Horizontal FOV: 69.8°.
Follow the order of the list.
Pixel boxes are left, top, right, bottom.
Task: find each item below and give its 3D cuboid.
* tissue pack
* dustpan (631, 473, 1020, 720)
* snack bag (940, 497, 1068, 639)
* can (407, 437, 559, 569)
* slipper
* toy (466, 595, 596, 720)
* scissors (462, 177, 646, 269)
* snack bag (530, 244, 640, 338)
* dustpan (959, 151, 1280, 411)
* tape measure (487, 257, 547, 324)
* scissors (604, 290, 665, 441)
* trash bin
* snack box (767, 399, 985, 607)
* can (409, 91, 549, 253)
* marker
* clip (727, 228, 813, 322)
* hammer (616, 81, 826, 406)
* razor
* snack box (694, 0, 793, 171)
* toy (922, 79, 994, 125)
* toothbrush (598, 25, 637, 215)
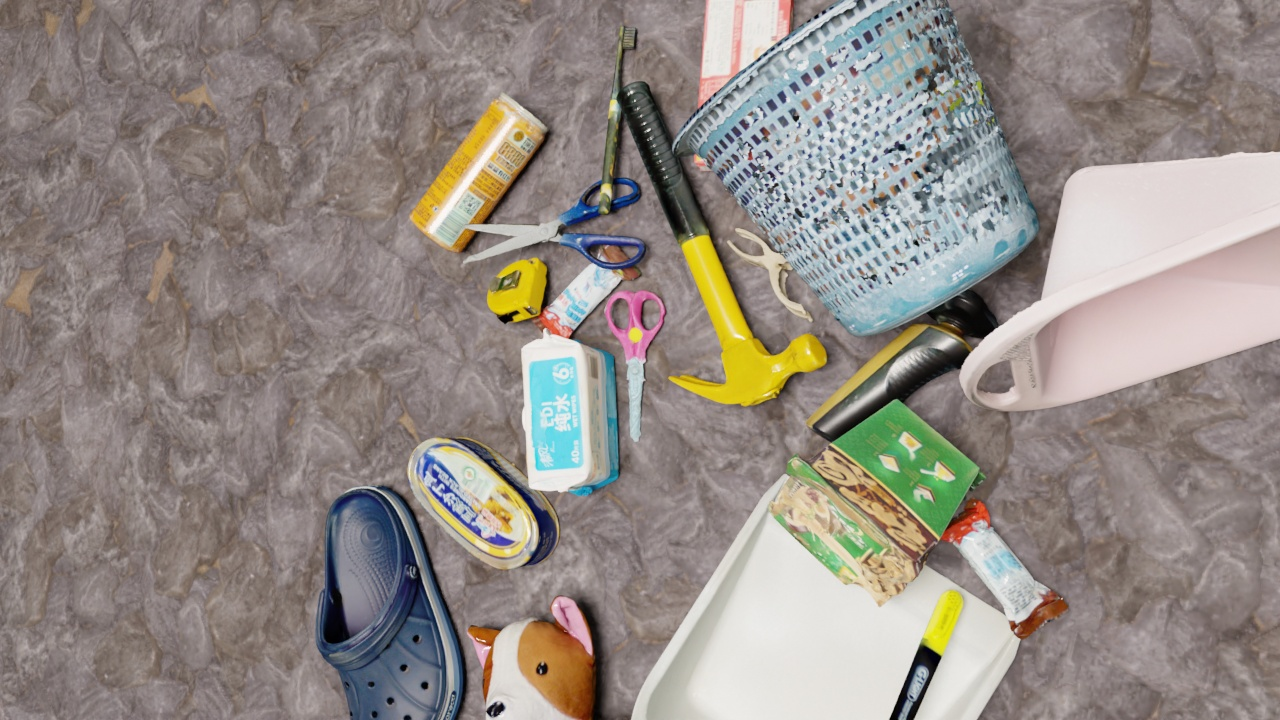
[{"bbox_3d":[-0.060,0.046,0.779,0.063,0.090,0.140,-6,83,16],"label":"tissue pack"},{"bbox_3d":[0.119,0.252,0.674,0.223,0.142,0.258,32,95,18],"label":"dustpan"},{"bbox_3d":[0.272,0.157,0.695,0.045,0.026,0.105,-37,75,1],"label":"snack bag"},{"bbox_3d":[-0.140,0.125,0.817,0.148,0.049,0.074,39,96,17],"label":"can"},{"bbox_3d":[-0.231,0.233,0.813,0.105,0.095,0.252,-18,75,17],"label":"slipper"},{"bbox_3d":[-0.081,0.301,0.747,0.140,0.130,0.199,-19,69,20],"label":"toy"},{"bbox_3d":[-0.072,-0.122,0.820,0.166,0.012,0.155,27,73,16],"label":"scissors"},{"bbox_3d":[-0.051,-0.059,0.822,0.104,0.026,0.048,-41,78,9],"label":"snack bag"},{"bbox_3d":[0.360,-0.027,0.596,0.274,0.222,0.138,5,72,30],"label":"dustpan"},{"bbox_3d":[-0.113,-0.064,0.829,0.057,0.029,0.059,-14,52,32],"label":"tape measure"},{"bbox_3d":[-0.005,0.005,0.806,0.054,0.017,0.133,0,87,1],"label":"scissors"},{"bbox_3d":[0.167,-0.133,0.655,0.227,0.226,0.195,-32,91,12],"label":"trash bin"},{"bbox_3d":[0.177,0.098,0.686,0.117,0.118,0.105,42,68,17],"label":"snack box"},{"bbox_3d":[-0.149,-0.172,0.849,0.058,0.058,0.146,40,96,17],"label":"can"},{"bbox_3d":[0.208,0.224,0.673,0.018,0.015,0.124,26,66,18],"label":"marker"},{"bbox_3d":[0.116,-0.066,0.766,0.102,0.035,0.094,10,85,23],"label":"clip"},{"bbox_3d":[0.045,-0.102,0.774,0.129,0.032,0.300,-29,74,32],"label":"hammer"},{"bbox_3d":[0.201,0.006,0.726,0.168,0.062,0.067,-42,43,15],"label":"razor"},{"bbox_3d":[0.090,-0.241,0.798,0.075,0.025,0.153,3,85,17],"label":"snack box"},{"bbox_3d":[0.235,-0.182,0.743,0.100,0.031,0.096,14,92,22],"label":"toy"},{"bbox_3d":[-0.020,-0.218,0.825,0.017,0.012,0.185,4,77,7],"label":"toothbrush"}]
